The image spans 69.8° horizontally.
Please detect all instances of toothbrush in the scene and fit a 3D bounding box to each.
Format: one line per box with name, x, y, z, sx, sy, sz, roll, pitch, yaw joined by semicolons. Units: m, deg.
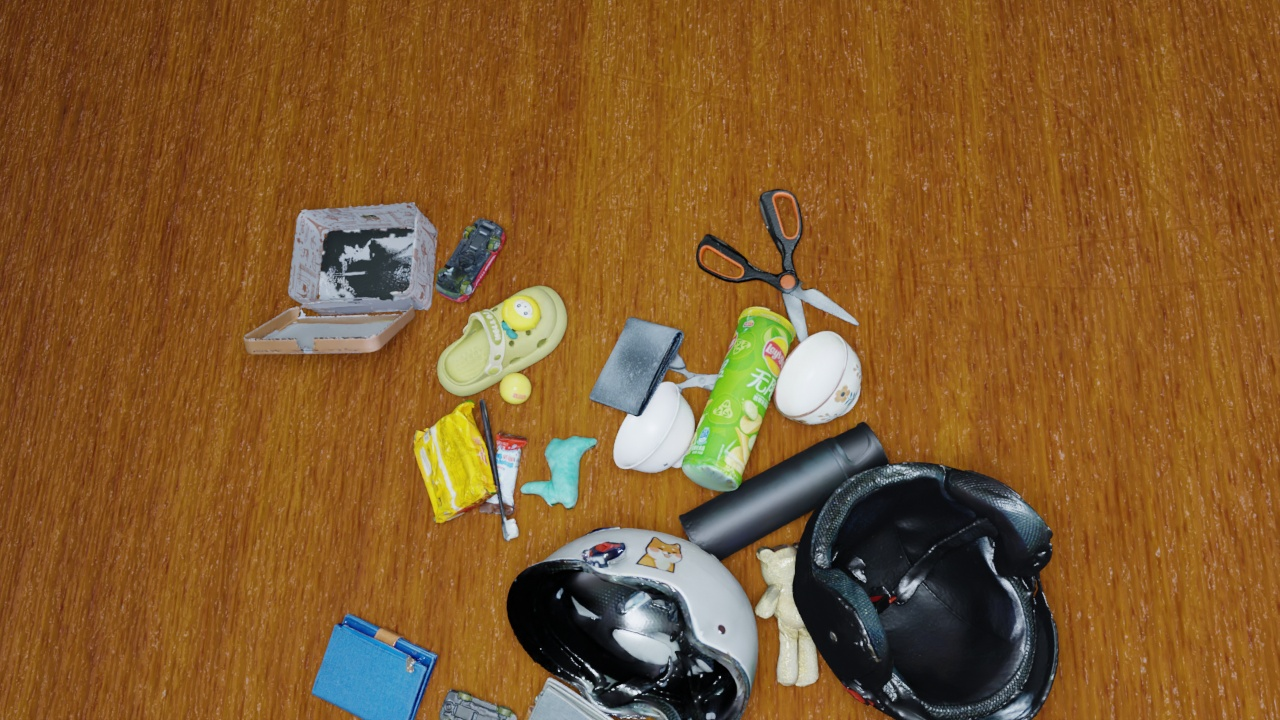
toothbrush;-0.176;0.132;1.127;0.018;0.015;0.181;-17;73;5

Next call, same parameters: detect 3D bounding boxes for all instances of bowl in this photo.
bowl;0.218;0.029;1.079;0.062;0.114;0.113;30;78;-27
bowl;0.029;0.092;1.097;0.064;0.118;0.118;35;81;-23

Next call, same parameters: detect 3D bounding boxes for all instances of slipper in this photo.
slipper;-0.182;-0.026;1.169;0.190;0.081;0.091;-35;74;2

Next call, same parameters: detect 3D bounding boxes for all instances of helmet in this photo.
helmet;0.009;0.274;0.996;0.274;0.230;0.156;16;36;24
helmet;0.280;0.240;0.931;0.233;0.230;0.274;-30;80;-14

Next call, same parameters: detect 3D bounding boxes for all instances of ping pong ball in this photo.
ping pong ball;-0.159;0.036;1.167;0.040;0.040;0.040;-3;74;9

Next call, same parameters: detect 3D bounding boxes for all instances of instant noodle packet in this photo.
instant noodle packet;-0.230;0.126;1.138;0.111;0.044;0.128;-33;67;32

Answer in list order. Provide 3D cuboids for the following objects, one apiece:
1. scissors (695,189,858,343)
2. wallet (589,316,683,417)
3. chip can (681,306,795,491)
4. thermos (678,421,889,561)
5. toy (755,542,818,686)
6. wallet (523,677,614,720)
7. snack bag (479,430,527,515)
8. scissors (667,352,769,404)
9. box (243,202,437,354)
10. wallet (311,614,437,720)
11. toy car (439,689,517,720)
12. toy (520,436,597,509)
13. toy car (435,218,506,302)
scissors;0.170;-0.112;1.163;0.225;0.021;0.220;3;80;13
wallet;-0.007;0.007;1.138;0.097;0.019;0.120;17;76;48
chip can;0.116;0.046;1.075;0.072;0.073;0.220;17;66;14
thermos;0.171;0.163;1.056;0.242;0.068;0.090;-28;78;2
toy;0.168;0.285;1.030;0.105;0.066;0.157;0;76;-24
wallet;-0.086;0.427;1.022;0.106;0.036;0.130;31;112;18
snack bag;-0.170;0.141;1.146;0.045;0.026;0.105;8;78;9
scissors;0.070;0.022;1.143;0.163;0.014;0.166;-34;72;0
box;-0.378;-0.090;1.195;0.179;0.130;0.271;-1;48;10
wallet;-0.319;0.376;1.100;0.133;0.040;0.106;19;87;15
toy car;-0.186;0.414;1.066;0.090;0.035;0.042;18;79;9
toy;-0.101;0.139;1.133;0.096;0.030;0.091;-4;71;15
toy car;-0.224;-0.131;1.224;0.053;0.045;0.120;28;75;19
